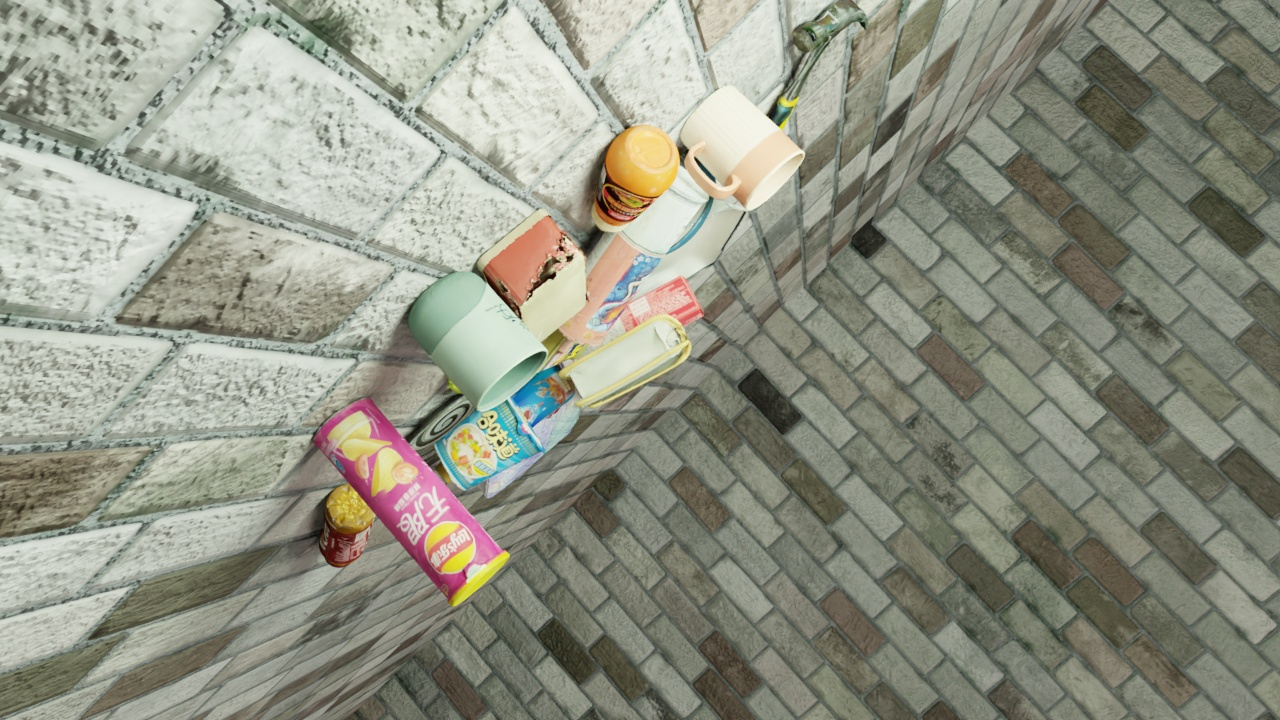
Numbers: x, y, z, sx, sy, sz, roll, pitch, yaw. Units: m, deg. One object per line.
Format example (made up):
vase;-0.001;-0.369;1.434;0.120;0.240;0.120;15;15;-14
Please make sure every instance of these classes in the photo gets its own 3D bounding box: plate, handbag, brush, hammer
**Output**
plate;-0.240;0.079;1.146;0.179;0.024;0.179;-40;170;-9
handbag;-0.007;0.007;1.225;0.163;0.063;0.178;-28;171;13
handbag;-0.182;0.114;1.390;0.193;0.075;0.134;-39;166;-30
brush;0.034;-0.165;1.026;0.144;0.073;0.055;-47;174;24
plate;0.042;-0.140;1.187;0.161;0.034;0.266;-26;170;-15
hammer;0.178;-0.308;1.115;0.125;0.032;0.324;-37;169;-27

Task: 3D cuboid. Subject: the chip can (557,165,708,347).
chip can;-0.017;-0.113;0.991;0.215;0.071;0.071;-52;168;28

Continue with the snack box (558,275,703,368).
snack box;-0.018;-0.042;1.265;0.207;0.058;0.057;-28;168;6

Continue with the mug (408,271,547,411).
mug;-0.143;-0.021;0.832;0.082;0.106;0.111;-46;170;14

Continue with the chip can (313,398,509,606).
chip can;-0.222;0.135;0.885;0.071;0.210;0.071;-42;171;-8

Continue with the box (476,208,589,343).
box;-0.095;-0.070;0.905;0.091;0.077;0.168;-41;171;-10

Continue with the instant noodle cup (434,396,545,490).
instant noodle cup;-0.189;0.101;1.122;0.110;0.099;0.099;-32;170;-4

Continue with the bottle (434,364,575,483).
bottle;-0.190;0.089;1.271;0.218;0.065;0.065;-39;170;-15

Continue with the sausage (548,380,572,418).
sausage;-0.101;0.015;1.333;0.156;0.020;0.020;-63;168;8

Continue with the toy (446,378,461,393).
toy;-0.179;0.007;1.046;0.100;0.031;0.097;-43;169;-26

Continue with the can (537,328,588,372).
can;-0.098;-0.037;1.114;0.102;0.057;0.083;-49;167;33

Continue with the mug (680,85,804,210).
mug;0.094;-0.214;0.952;0.114;0.106;0.082;-37;169;-29

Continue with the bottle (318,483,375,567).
bottle;-0.359;0.207;1.117;0.057;0.057;0.175;-36;169;-36

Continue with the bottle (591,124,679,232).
bottle;-0.014;-0.165;0.885;0.066;0.067;0.150;-38;176;-27
